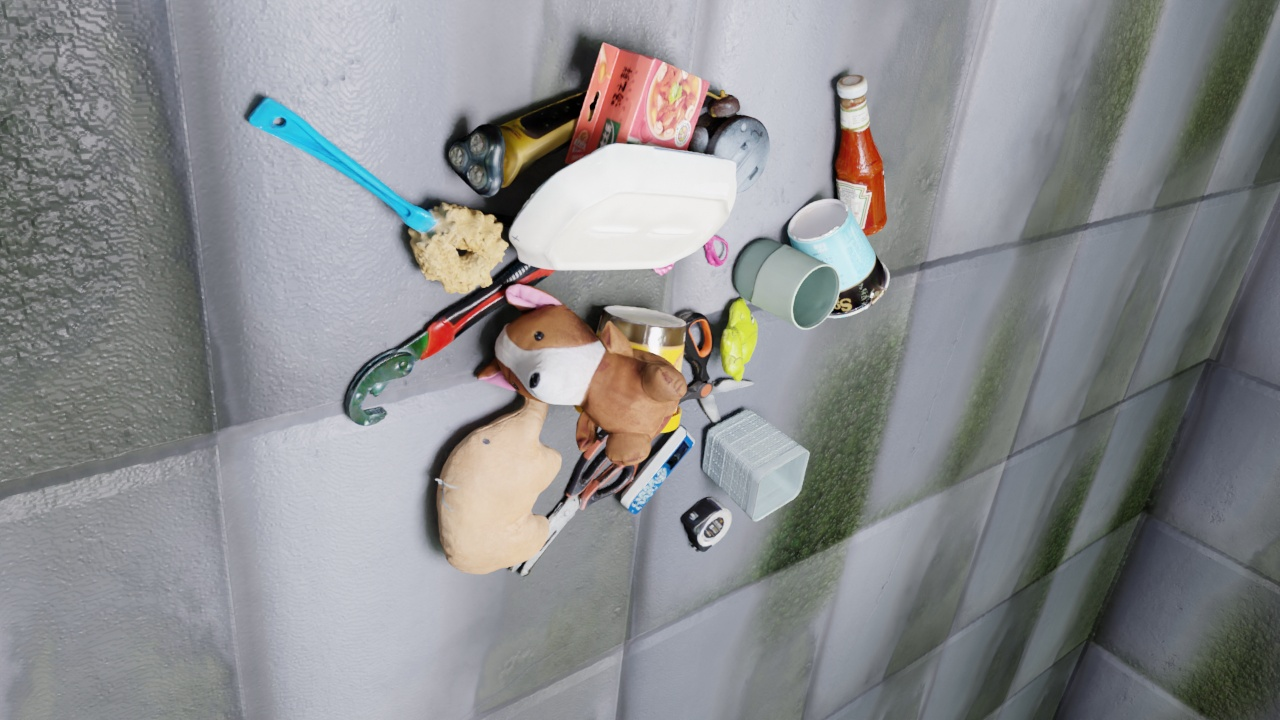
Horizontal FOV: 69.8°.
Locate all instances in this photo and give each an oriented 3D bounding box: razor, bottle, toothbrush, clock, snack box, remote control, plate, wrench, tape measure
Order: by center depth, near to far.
[{"bbox_3d":[-0.093,-0.206,0.830,0.167,0.062,0.068,-35,161,-28],"label":"razor"},{"bbox_3d":[0.000,-0.225,0.865,0.126,0.044,0.113,-5,118,-56],"label":"snack box"},{"bbox_3d":[-0.112,-0.132,0.884,0.180,0.018,0.016,-2,120,-40],"label":"toothbrush"},{"bbox_3d":[-0.004,-0.135,0.886,0.265,0.034,0.162,-6,150,-48],"label":"plate"},{"bbox_3d":[-0.173,-0.035,0.887,0.273,0.016,0.056,-41,139,-15],"label":"wrench"},{"bbox_3d":[0.086,-0.231,0.974,0.082,0.055,0.122,-50,137,-5],"label":"clock"},{"bbox_3d":[0.268,-0.249,1.127,0.059,0.060,0.206,-36,133,-21],"label":"bottle"},{"bbox_3d":[0.021,0.138,1.158,0.125,0.024,0.049,-49,156,-6],"label":"remote control"},{"bbox_3d":[0.094,0.226,1.278,0.066,0.033,0.066,-35,136,-18],"label":"tape measure"}]

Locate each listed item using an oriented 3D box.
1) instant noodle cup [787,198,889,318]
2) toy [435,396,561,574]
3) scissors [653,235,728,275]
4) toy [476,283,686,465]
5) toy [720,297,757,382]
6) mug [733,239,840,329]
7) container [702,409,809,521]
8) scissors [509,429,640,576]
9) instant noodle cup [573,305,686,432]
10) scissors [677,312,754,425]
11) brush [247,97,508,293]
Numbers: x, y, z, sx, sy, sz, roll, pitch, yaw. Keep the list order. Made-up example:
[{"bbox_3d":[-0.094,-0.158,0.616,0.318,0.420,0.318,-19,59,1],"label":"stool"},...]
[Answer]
[{"bbox_3d":[0.241,-0.133,1.145,0.111,0.111,0.120,-44,129,-13],"label":"instant noodle cup"},{"bbox_3d":[-0.148,0.123,0.967,0.143,0.082,0.226,-9,117,-45],"label":"toy"},{"bbox_3d":[0.062,-0.144,1.037,0.133,0.017,0.134,-52,133,-9],"label":"scissors"},{"bbox_3d":[-0.061,0.016,0.893,0.140,0.199,0.130,-62,171,20],"label":"toy"},{"bbox_3d":[0.120,-0.024,1.124,0.100,0.031,0.097,-30,116,-61],"label":"toy"},{"bbox_3d":[0.180,-0.090,1.107,0.111,0.106,0.082,26,95,-47],"label":"mug"},{"bbox_3d":[0.146,0.133,1.205,0.089,0.111,0.090,-25,137,-31],"label":"container"},{"bbox_3d":[-0.072,0.173,1.108,0.198,0.015,0.205,-8,120,-40],"label":"scissors"},{"bbox_3d":[-0.006,0.006,0.998,0.118,0.118,0.114,-2,108,-42],"label":"instant noodle cup"},{"bbox_3d":[0.062,0.029,1.141,0.227,0.022,0.221,-29,136,-26],"label":"scissors"},{"bbox_3d":[-0.212,-0.137,0.774,0.083,0.045,0.254,-42,133,14],"label":"brush"}]
